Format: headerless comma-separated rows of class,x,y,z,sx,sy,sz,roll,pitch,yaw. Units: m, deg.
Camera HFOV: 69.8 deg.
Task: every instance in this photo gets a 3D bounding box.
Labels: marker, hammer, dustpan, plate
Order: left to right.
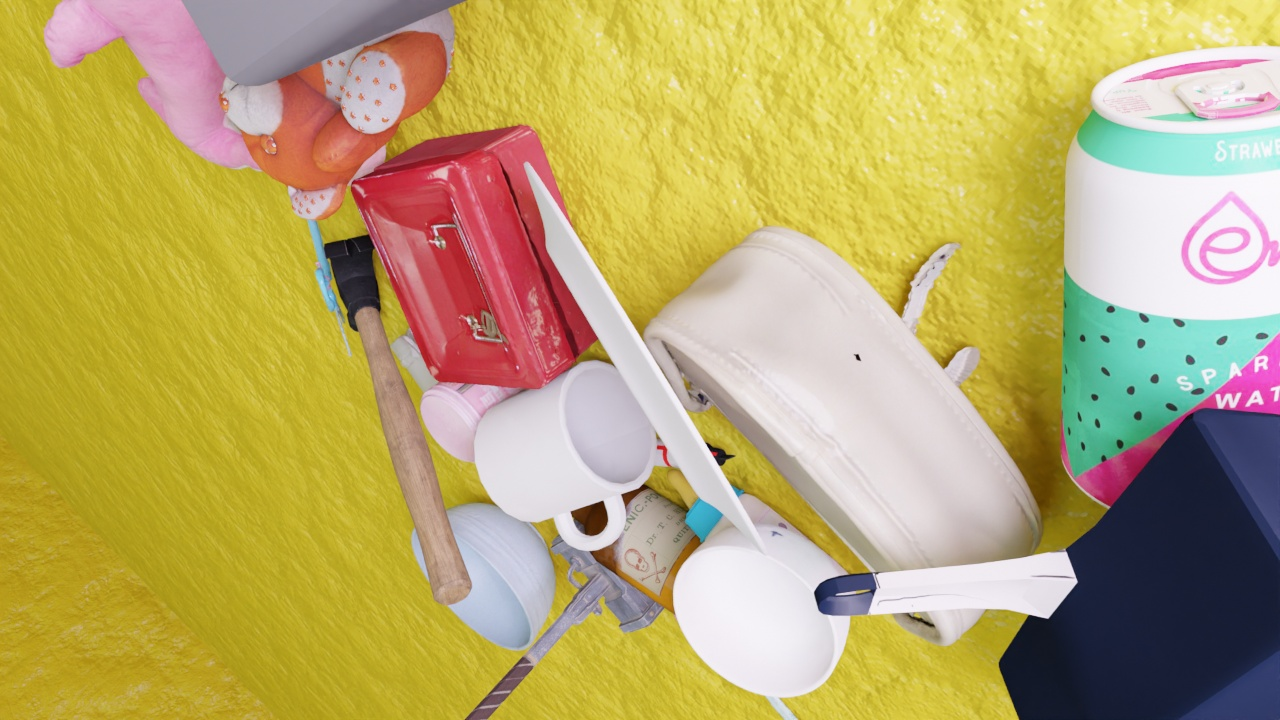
hammer,-0.182,0.035,0.685,0.133,0.040,0.305,102,148,-54
hammer,-0.098,0.236,0.661,0.098,0.321,0.044,49,143,-1
plate,-0.003,0.003,0.497,0.242,0.016,0.242,58,179,0
marker,0.009,0.065,0.658,0.146,0.019,0.019,-1,122,44
dustpan,0.211,0.100,0.356,0.237,0.273,0.080,84,175,-53

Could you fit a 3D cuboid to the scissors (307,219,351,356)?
scissors,-0.268,-0.071,0.782,0.136,0.015,0.126,129,126,-68

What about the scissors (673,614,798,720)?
scissors,0.090,0.253,0.747,0.174,0.017,0.077,52,141,-5

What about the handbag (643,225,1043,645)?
handbag,0.119,0.035,0.491,0.229,0.131,0.184,47,168,7

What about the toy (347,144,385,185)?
toy,-0.223,-0.178,0.648,0.108,0.053,0.105,29,128,23

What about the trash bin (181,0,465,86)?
trash bin,-0.064,-0.203,0.358,0.220,0.191,0.097,-2,121,47

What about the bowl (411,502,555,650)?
bowl,-0.134,0.189,0.858,0.151,0.074,0.151,26,138,27

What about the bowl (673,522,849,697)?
bowl,0.077,0.145,0.559,0.105,0.054,0.105,13,119,26

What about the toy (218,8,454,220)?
toy,-0.190,-0.174,0.552,0.173,0.092,0.163,-34,70,36

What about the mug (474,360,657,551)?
mug,-0.047,0.072,0.633,0.090,0.090,0.121,-24,80,38

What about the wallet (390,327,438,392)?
wallet,-0.164,0.020,0.780,0.116,0.032,0.086,55,153,-13

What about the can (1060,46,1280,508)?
can,0.204,-0.021,0.338,0.088,0.088,0.166,12,130,37

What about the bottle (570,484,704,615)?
bottle,0.000,0.130,0.684,0.157,0.067,0.068,29,139,22

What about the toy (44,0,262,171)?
toy,-0.354,-0.241,0.657,0.187,0.127,0.266,32,145,14

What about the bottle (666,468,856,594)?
bottle,0.075,0.121,0.616,0.146,0.051,0.051,39,142,12

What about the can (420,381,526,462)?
can,-0.121,0.032,0.707,0.067,0.076,0.067,26,137,26

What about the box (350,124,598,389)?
box,-0.107,-0.063,0.604,0.129,0.086,0.158,5,125,43
